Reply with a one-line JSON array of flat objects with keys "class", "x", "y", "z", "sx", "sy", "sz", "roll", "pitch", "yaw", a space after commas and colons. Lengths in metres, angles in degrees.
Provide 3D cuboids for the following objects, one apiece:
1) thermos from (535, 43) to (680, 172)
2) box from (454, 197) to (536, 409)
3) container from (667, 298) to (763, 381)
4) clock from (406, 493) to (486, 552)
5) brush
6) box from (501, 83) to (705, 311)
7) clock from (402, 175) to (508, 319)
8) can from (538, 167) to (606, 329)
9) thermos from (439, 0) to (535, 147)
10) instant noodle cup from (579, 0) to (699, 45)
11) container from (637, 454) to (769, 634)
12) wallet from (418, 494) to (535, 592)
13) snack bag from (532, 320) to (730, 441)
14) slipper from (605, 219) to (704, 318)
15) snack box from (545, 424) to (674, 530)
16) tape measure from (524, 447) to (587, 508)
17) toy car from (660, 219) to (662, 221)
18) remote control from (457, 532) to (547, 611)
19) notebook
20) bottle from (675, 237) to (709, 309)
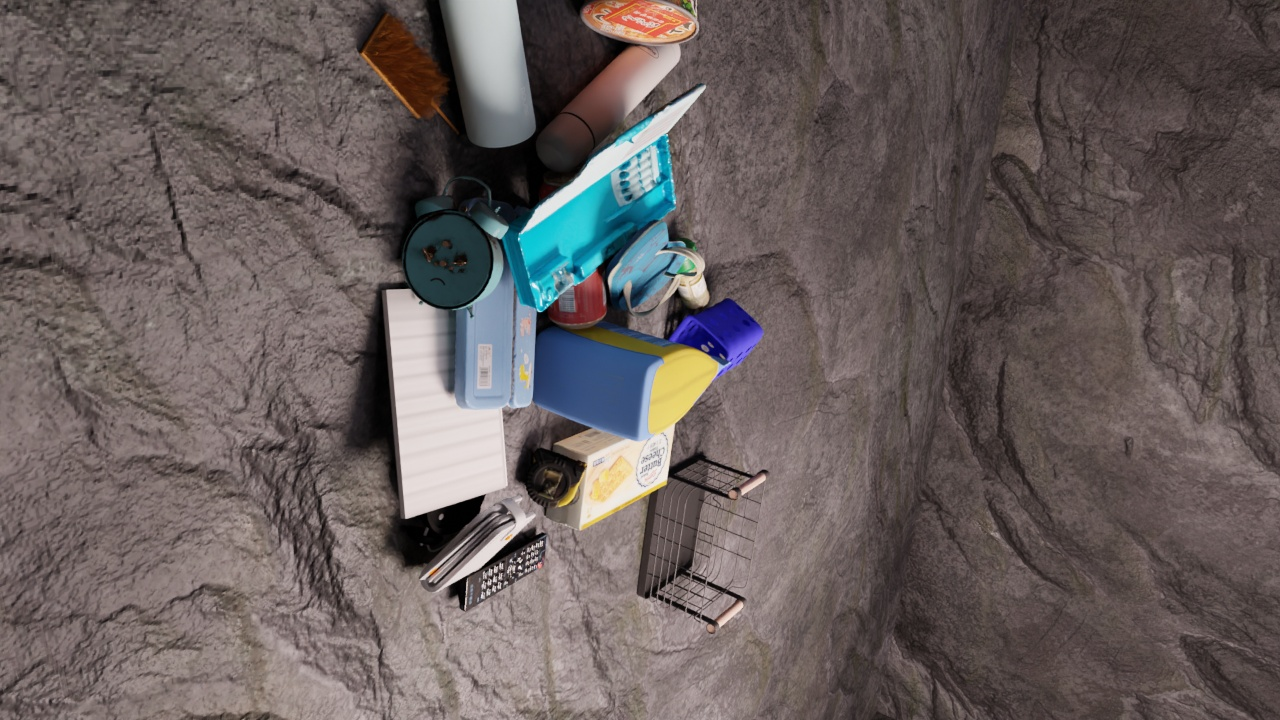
[{"class": "thermos", "x": -0.034, "y": -0.284, "z": 0.994, "sx": 0.223, "sy": 0.052, "sz": 0.052, "roll": -53, "pitch": 145, "yaw": -31}, {"class": "box", "x": -0.136, "y": -0.055, "z": 0.925, "sx": 0.127, "sy": 0.034, "sz": 0.209, "roll": 1, "pitch": 92, "yaw": -60}, {"class": "container", "x": 0.106, "y": -0.027, "z": 1.310, "sx": 0.113, "sy": 0.085, "sz": 0.085, "roll": -29, "pitch": 160, "yaw": -52}, {"class": "clock", "x": -0.202, "y": 0.141, "z": 0.944, "sx": 0.091, "sy": 0.043, "sz": 0.121, "roll": -30, "pitch": 130, "yaw": -50}, {"class": "brush", "x": -0.189, "y": -0.239, "z": 0.795, "sx": 0.048, "sy": 0.017, "sz": 0.126, "roll": -64, "pitch": 149, "yaw": -15}, {"class": "box", "x": -0.038, "y": -0.170, "z": 0.899, "sx": 0.226, "sy": 0.071, "sz": 0.182, "roll": -42, "pitch": 159, "yaw": -33}, {"class": "clock", "x": -0.166, "y": -0.105, "z": 0.836, "sx": 0.053, "sy": 0.090, "sz": 0.124, "roll": -16, "pitch": 121, "yaw": -77}, {"class": "can", "x": -0.073, "y": -0.120, "z": 0.999, "sx": 0.067, "sy": 0.067, "sz": 0.170, "roll": -37, "pitch": 135, "yaw": -46}, {"class": "thermos", "x": -0.137, "y": -0.293, "z": 0.798, "sx": 0.065, "sy": 0.078, "sz": 0.207, "roll": -45, "pitch": 142, "yaw": -40}, {"class": "instant noodle cup", "x": 0.006, "y": -0.408, "z": 0.945, "sx": 0.123, "sy": 0.124, "sz": 0.121, "roll": 9, "pitch": 88, "yaw": -60}, {"class": "container", "x": 0.103, "y": 0.278, "z": 1.434, "sx": 0.162, "sy": 0.130, "sz": 0.241, "roll": -18, "pitch": 120, "yaw": -55}, {"class": "wallet", "x": -0.176, "y": 0.194, "z": 0.959, "sx": 0.119, "sy": 0.037, "sz": 0.115, "roll": -44, "pitch": 169, "yaw": 18}, {"class": "snack bag", "x": -0.006, "y": 0.006, "z": 1.085, "sx": 0.204, "sy": 0.159, "sz": 0.102, "roll": -23, "pitch": 125, "yaw": -55}, {"class": "slipper", "x": 0.017, "y": -0.095, "z": 1.069, "sx": 0.118, "sy": 0.060, "sz": 0.295, "roll": -41, "pitch": 174, "yaw": 3}, {"class": "snack box", "x": -0.035, "y": 0.138, "z": 1.206, "sx": 0.207, "sy": 0.057, "sz": 0.104, "roll": -17, "pitch": 119, "yaw": -55}, {"class": "tape measure", "x": -0.105, "y": 0.141, "z": 1.083, "sx": 0.038, "sy": 0.067, "sz": 0.063, "roll": -79, "pitch": -169, "yaw": -82}, {"class": "toy car", "x": -0.012, "y": -0.169, "z": 1.096, "sx": 0.111, "sy": 0.047, "sz": 0.047, "roll": -31, "pitch": 131, "yaw": -51}, {"class": "remote control", "x": -0.164, "y": 0.246, "z": 1.087, "sx": 0.150, "sy": 0.022, "sz": 0.047, "roll": -17, "pitch": 119, "yaw": -57}, {"class": "notebook", "x": -0.186, "y": 0.034, "z": 0.894, "sx": 0.142, "sy": 0.009, "sz": 0.210, "roll": -10, "pitch": 98, "yaw": -57}, {"class": "bottle", "x": 0.066, "y": -0.118, "z": 1.257, "sx": 0.043, "sy": 0.043, "sz": 0.111, "roll": -57, "pitch": 147, "yaw": -25}]
